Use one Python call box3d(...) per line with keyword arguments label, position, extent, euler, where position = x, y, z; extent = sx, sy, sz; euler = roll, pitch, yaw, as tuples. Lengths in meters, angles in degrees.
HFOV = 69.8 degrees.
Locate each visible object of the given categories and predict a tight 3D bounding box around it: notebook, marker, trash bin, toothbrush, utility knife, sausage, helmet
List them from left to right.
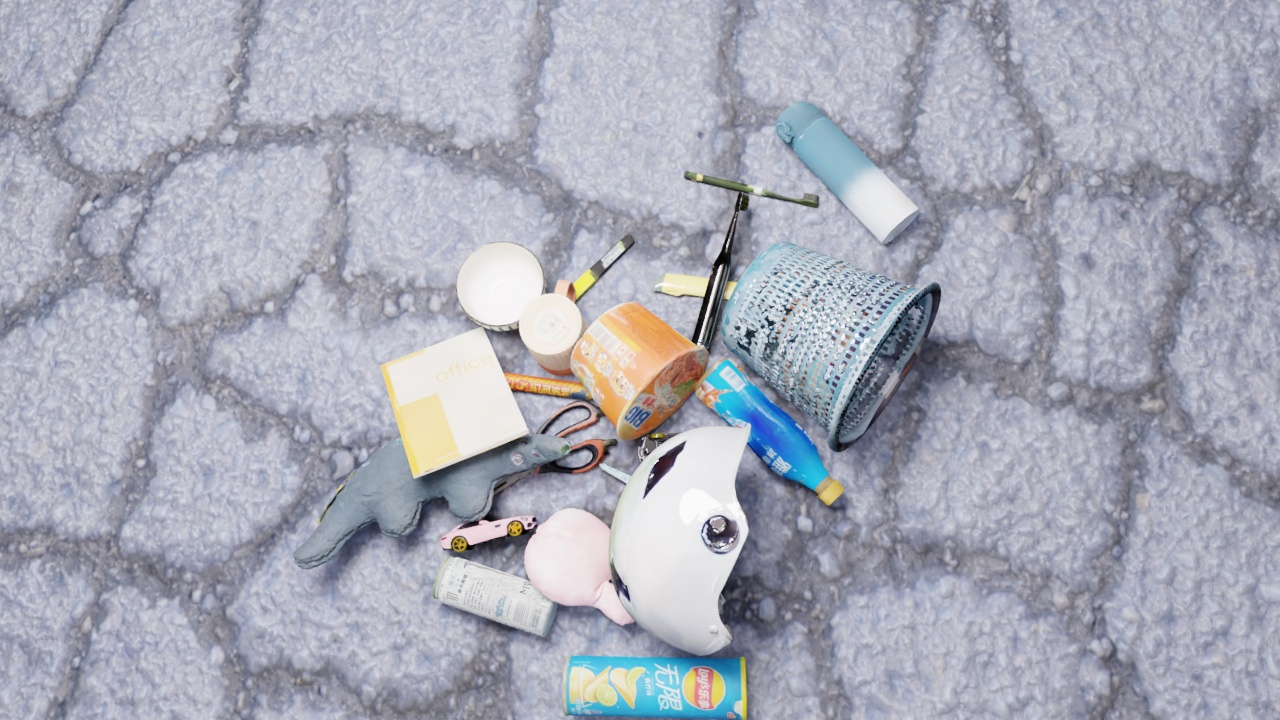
box3d(label="notebook", position=(-0.236, 0.046, 1.145), extent=(0.145, 0.010, 0.206), euler=(-22, 46, -9))
box3d(label="sausage", position=(-0.132, 0.032, 1.193), extent=(0.165, 0.021, 0.021), euler=(7, 77, 7))
box3d(label="marker", position=(-0.054, -0.125, 1.229), extent=(0.018, 0.015, 0.124), euler=(43, 80, 12))
box3d(label="helmet", position=(0.040, 0.190, 1.034), extent=(0.146, 0.229, 0.258), euler=(7, 92, 3))
box3d(label="utility knife", position=(0.096, -0.093, 1.206), extent=(0.163, 0.018, 0.031), euler=(8, 81, 9))
box3d(label="toothbrush", position=(0.105, -0.116, 1.189), extent=(0.027, 0.026, 0.212), euler=(18, 87, -31))
box3d(label="toothbrush", position=(0.149, -0.234, 1.239), extent=(0.186, 0.012, 0.017), euler=(14, 72, 8))
box3d(label="trash bin", position=(0.214, -0.036, 1.096), extent=(0.195, 0.226, 0.226), euler=(34, 81, 25))

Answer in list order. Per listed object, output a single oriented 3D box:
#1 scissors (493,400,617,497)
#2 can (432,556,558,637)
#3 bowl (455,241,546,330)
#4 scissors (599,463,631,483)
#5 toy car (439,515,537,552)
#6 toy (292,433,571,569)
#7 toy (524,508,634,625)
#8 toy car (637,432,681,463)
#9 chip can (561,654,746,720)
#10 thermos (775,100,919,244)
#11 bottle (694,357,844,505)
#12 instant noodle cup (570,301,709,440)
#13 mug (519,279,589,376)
box3d(label="scissors", position=(-0.131, 0.139, 1.170), extent=(0.193, 0.015, 0.206), euler=(18, 79, 8))
box3d(label="can", position=(-0.174, 0.286, 1.116), extent=(0.147, 0.058, 0.058), euler=(16, 78, 9))
box3d(label="bowl", position=(-0.178, -0.091, 1.204), extent=(0.116, 0.066, 0.116), euler=(-1, 76, 4))
box3d(label="scissors", position=(0.010, 0.163, 1.150), extent=(0.135, 0.017, 0.133), euler=(6, 70, 2))
box3d(label="toy car", position=(-0.188, 0.210, 1.138), extent=(0.122, 0.056, 0.037), euler=(-15, 82, 1))
box3d(label="toy", position=(-0.260, 0.143, 1.133), extent=(0.356, 0.091, 0.137), euler=(-20, 50, -2))
box3d(label="toy", position=(-0.061, 0.250, 1.106), extent=(0.159, 0.054, 0.121), euler=(34, 53, 3))
box3d(label="toy car", position=(0.049, 0.114, 1.150), extent=(0.106, 0.031, 0.049), euler=(-4, 73, -7))
box3d(label="chip can", position=(0.018, 0.381, 1.069), extent=(0.210, 0.071, 0.071), euler=(-1, 76, 5))
box3d(label="thermos", position=(0.267, -0.250, 1.206), extent=(0.070, 0.070, 0.220), euler=(-40, 76, -5))
box3d(label="bottle", position=(0.162, 0.091, 1.132), extent=(0.065, 0.065, 0.218), euler=(-44, 78, -6))
box3d(label="instant noodle cup", position=(-0.007, 0.007, 1.130), extent=(0.151, 0.151, 0.111), euler=(-44, 69, -6))
box3d(label="mug", position=(-0.103, -0.047, 1.166), extent=(0.082, 0.106, 0.114), euler=(9, 78, 7))
